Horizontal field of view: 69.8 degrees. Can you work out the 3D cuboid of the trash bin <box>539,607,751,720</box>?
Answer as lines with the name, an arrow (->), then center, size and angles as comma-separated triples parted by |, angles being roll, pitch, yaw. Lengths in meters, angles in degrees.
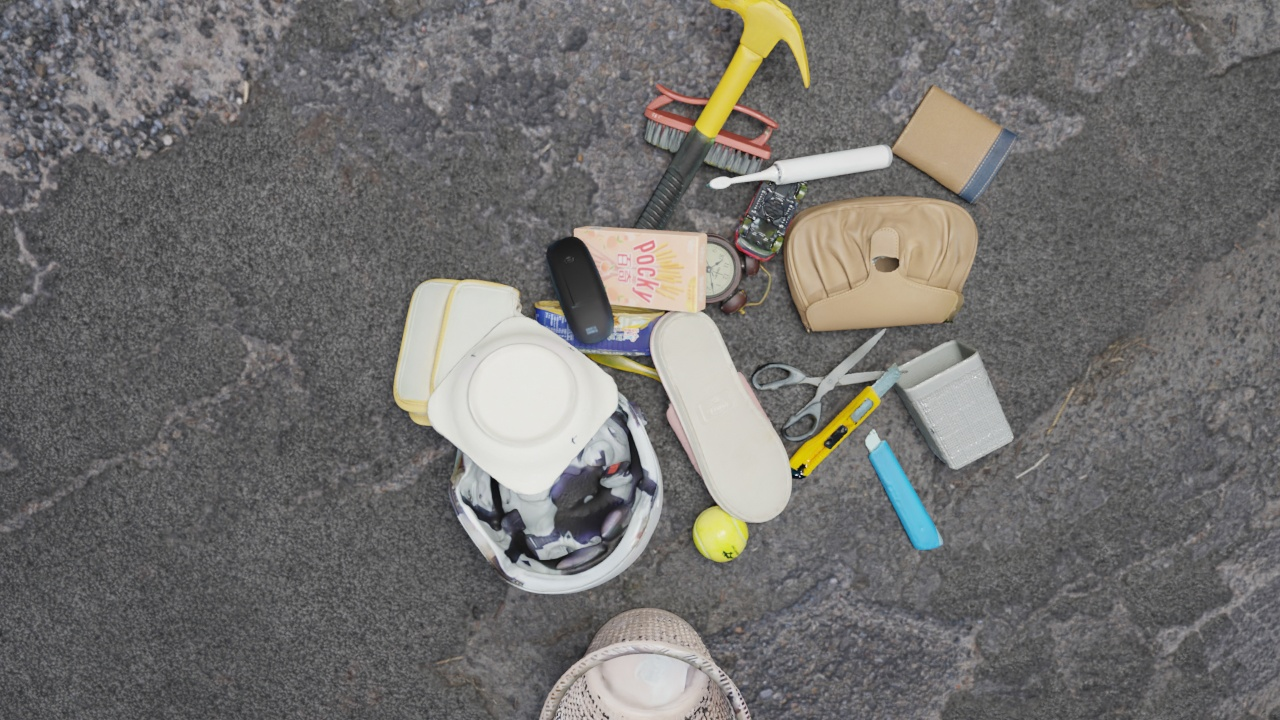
trash bin -> 0.007, 0.388, 1.046 | 0.227, 0.192, 0.227 | 0, 98, 2

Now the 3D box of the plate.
plate -> -0.122, 0.039, 0.953 | 0.163, 0.034, 0.164 | 36, 71, 10

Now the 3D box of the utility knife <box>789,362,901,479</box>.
utility knife -> 0.232, 0.074, 1.054 | 0.033, 0.015, 0.193 | 29, 118, -19

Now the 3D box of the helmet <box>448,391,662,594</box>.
helmet -> -0.082, 0.138, 1.029 | 0.229, 0.146, 0.258 | -31, 62, -1

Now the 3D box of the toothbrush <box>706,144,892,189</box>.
toothbrush -> 0.174, -0.207, 0.997 | 0.220, 0.026, 0.027 | -13, 91, -18

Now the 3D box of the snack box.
snack box -> -0.002, -0.103, 1.022 | 0.157, 0.026, 0.084 | 8, 106, 28

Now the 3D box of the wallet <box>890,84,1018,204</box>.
wallet -> 0.350, -0.241, 1.024 | 0.115, 0.033, 0.090 | 31, 96, -2

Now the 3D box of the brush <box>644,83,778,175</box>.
brush -> 0.075, -0.256, 1.014 | 0.146, 0.063, 0.069 | 18, 111, 1

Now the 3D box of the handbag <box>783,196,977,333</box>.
handbag -> 0.263, -0.106, 1.012 | 0.204, 0.099, 0.148 | -4, 103, 4

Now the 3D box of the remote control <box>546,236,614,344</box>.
remote control -> -0.067, -0.081, 1.003 | 0.053, 0.024, 0.136 | -21, 67, -1

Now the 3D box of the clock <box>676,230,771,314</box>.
clock -> 0.088, -0.099, 1.040 | 0.122, 0.055, 0.082 | 21, 98, 1

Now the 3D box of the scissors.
scissors -> 0.211, 0.026, 1.055 | 0.159, 0.014, 0.179 | 21, 113, 6

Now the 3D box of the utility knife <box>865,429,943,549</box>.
utility knife -> 0.309, 0.155, 1.091 | 0.034, 0.018, 0.162 | -29, 95, 2

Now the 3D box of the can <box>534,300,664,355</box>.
can -> -0.048, -0.038, 1.046 | 0.148, 0.074, 0.049 | 4, 102, 2

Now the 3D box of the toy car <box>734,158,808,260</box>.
toy car -> 0.145, -0.165, 1.018 | 0.053, 0.045, 0.120 | 28, 73, -2

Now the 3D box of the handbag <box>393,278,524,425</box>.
handbag -> -0.174, -0.011, 1.011 | 0.179, 0.063, 0.163 | 2, 68, 12

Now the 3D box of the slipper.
slipper -> 0.088, 0.066, 1.054 | 0.114, 0.054, 0.274 | -33, 105, -19

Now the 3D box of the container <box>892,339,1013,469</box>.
container -> 0.354, 0.051, 1.040 | 0.090, 0.090, 0.114 | -29, 100, 6

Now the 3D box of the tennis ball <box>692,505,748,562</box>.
tennis ball -> 0.094, 0.204, 1.080 | 0.065, 0.065, 0.065 | 0, 98, 2

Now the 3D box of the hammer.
hammer -> 0.068, -0.240, 0.968 | 0.129, 0.032, 0.302 | 30, 124, -5

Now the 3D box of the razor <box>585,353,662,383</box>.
razor -> -0.006, 0.006, 1.076 | 0.132, 0.028, 0.043 | 19, 102, 1
